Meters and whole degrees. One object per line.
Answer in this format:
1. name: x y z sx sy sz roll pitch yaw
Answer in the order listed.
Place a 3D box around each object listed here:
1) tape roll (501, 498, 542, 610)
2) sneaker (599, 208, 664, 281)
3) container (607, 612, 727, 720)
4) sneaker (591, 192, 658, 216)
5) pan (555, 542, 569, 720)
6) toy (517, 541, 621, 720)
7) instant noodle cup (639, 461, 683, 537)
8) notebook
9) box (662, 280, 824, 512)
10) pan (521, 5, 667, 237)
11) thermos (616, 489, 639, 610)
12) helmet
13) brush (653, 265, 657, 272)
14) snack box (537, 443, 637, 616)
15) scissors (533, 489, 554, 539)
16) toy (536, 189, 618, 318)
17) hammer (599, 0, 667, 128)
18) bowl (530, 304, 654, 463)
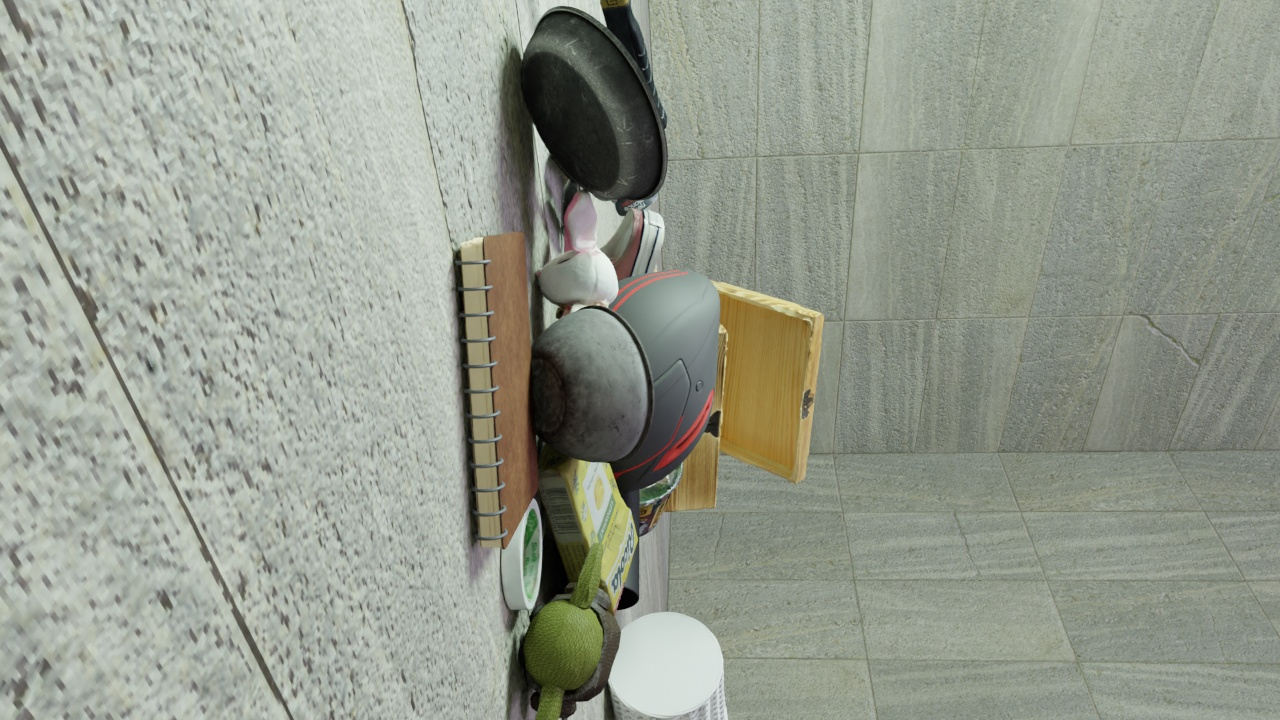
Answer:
1. tape roll: -0.102 0.166 0.791 0.094 0.018 0.094 2 88 -85
2. sneaker: -0.047 -0.084 1.137 0.118 0.087 0.242 -104 -152 -49
3. container: 0.044 0.539 1.489 0.188 0.189 0.187 -86 172 -49
4. sneaker: -0.029 -0.231 1.089 0.124 0.089 0.239 55 13 -16
5. pan: -0.077 0.287 1.006 0.199 0.021 0.356 86 6 -81
6. toy: -0.066 0.260 0.832 0.153 0.078 0.179 78 27 -69
7. instant noodle cup: -0.019 0.164 1.210 0.112 0.137 0.137 99 -4 -46
8. notebook: -0.107 0.016 0.712 0.167 0.024 0.225 -73 161 -80
9. box: 0.117 0.034 1.380 0.269 0.263 0.279 -119 -154 -63
10. pan: -0.061 -0.198 0.915 0.187 0.055 0.358 50 -23 8
11. thermos: -0.031 0.174 1.081 0.061 0.061 0.230 84 5 -49
12. helmet: -0.006 0.006 1.026 0.264 0.164 0.170 -57 138 -14
13. brush: -0.014 -0.105 1.542 0.270 0.083 0.057 -80 169 -64
14. snack box: -0.051 0.149 0.922 0.121 0.045 0.181 -67 145 -59
15. scissors: -0.094 0.115 0.925 0.157 0.012 0.169 -86 174 -52
16. toy: -0.063 -0.061 0.920 0.159 0.084 0.194 161 -69 -82
17. hammer: -0.021 -0.364 0.982 0.333 0.118 0.025 64 25 -59
18. bowl: -0.060 0.027 0.813 0.067 0.145 0.145 -10 106 -40
